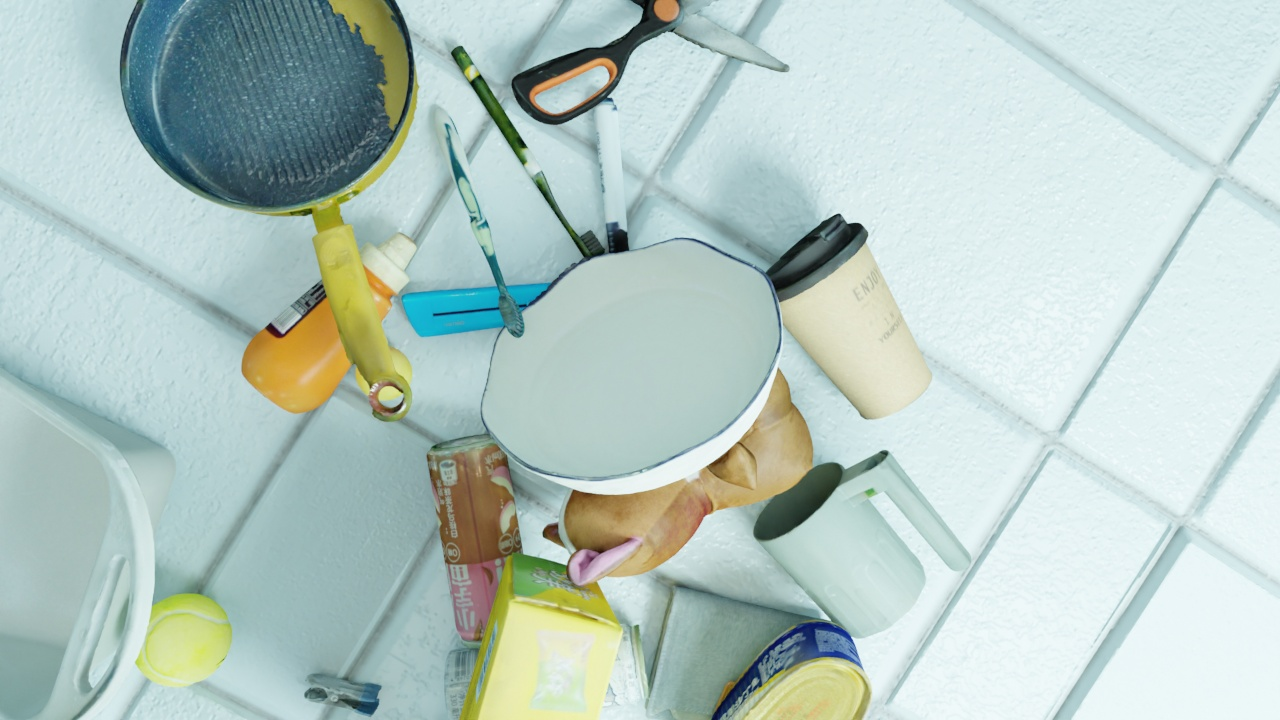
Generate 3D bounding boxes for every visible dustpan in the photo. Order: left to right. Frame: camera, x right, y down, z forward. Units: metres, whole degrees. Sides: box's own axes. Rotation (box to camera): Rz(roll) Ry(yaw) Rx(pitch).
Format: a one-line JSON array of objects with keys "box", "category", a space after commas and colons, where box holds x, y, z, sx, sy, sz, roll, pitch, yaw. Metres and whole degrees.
[{"box": [-0.432, 0.125, 0.617, 0.257, 0.142, 0.222, 19, 92, -6], "category": "dustpan"}]

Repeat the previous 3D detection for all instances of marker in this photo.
[{"box": [-0.020, -0.128, 0.681, 0.018, 0.023, 0.131, -8, 96, -29], "category": "marker"}]

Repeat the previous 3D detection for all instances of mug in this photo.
[{"box": [0.160, 0.131, 0.665, 0.124, 0.083, 0.103, -35, 99, 37], "category": "mug"}]

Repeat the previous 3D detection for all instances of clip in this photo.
[{"box": [-0.226, 0.251, 0.694, 0.058, 0.025, 0.036, 12, 100, 0], "category": "clip"}]

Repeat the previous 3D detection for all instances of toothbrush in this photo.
[{"box": [-0.117, -0.102, 0.649, 0.016, 0.018, 0.191, -23, 74, 4], "category": "toothbrush"}, {"box": [-0.083, -0.153, 0.680, 0.017, 0.012, 0.186, -34, 95, -7], "category": "toothbrush"}]

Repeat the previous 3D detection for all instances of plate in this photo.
[{"box": [-0.004, 0.004, 0.606, 0.205, 0.204, 0.045, -28, 133, -1], "category": "plate"}]

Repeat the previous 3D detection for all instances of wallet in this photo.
[{"box": [0.076, 0.238, 0.703, 0.129, 0.037, 0.106, 13, 92, -4], "category": "wallet"}]

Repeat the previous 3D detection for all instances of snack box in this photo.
[{"box": [-0.079, 0.239, 0.571, 0.070, 0.158, 0.210, 16, 85, -8], "category": "snack box"}]

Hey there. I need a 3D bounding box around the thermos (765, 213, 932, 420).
[{"box": [0.149, -0.031, 0.666, 0.093, 0.093, 0.143, -37, 102, 0], "category": "thermos"}]

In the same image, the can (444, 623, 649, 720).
[{"box": [-0.069, 0.235, 0.683, 0.146, 0.058, 0.058, -8, 94, -3], "category": "can"}]

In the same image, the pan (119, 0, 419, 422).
[{"box": [-0.224, -0.125, 0.623, 0.197, 0.078, 0.357, -22, 89, -3], "category": "pan"}]

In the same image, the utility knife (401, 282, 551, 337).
[{"box": [-0.064, -0.045, 0.686, 0.223, 0.018, 0.034, -6, 95, -4], "category": "utility knife"}]

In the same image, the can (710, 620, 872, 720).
[{"box": [0.103, 0.255, 0.658, 0.074, 0.049, 0.148, 31, 107, -10], "category": "can"}]

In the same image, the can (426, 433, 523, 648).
[{"box": [-0.117, 0.131, 0.674, 0.058, 0.058, 0.147, -9, 94, -3], "category": "can"}]

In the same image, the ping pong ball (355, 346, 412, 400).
[{"box": [-0.187, 0.009, 0.671, 0.040, 0.040, 0.040, 0, 94, -3], "category": "ping pong ball"}]

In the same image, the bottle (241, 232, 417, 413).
[{"box": [-0.216, -0.033, 0.659, 0.067, 0.067, 0.149, 41, 84, -5], "category": "bottle"}]

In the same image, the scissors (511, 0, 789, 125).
[{"box": [-0.005, -0.251, 0.670, 0.221, 0.022, 0.232, 42, 84, -2], "category": "scissors"}]

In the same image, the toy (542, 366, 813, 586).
[{"box": [0.020, 0.075, 0.635, 0.199, 0.140, 0.130, -38, 93, -7], "category": "toy"}]

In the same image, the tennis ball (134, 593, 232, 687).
[{"box": [-0.331, 0.202, 0.663, 0.065, 0.065, 0.065, 0, 94, -3], "category": "tennis ball"}]
